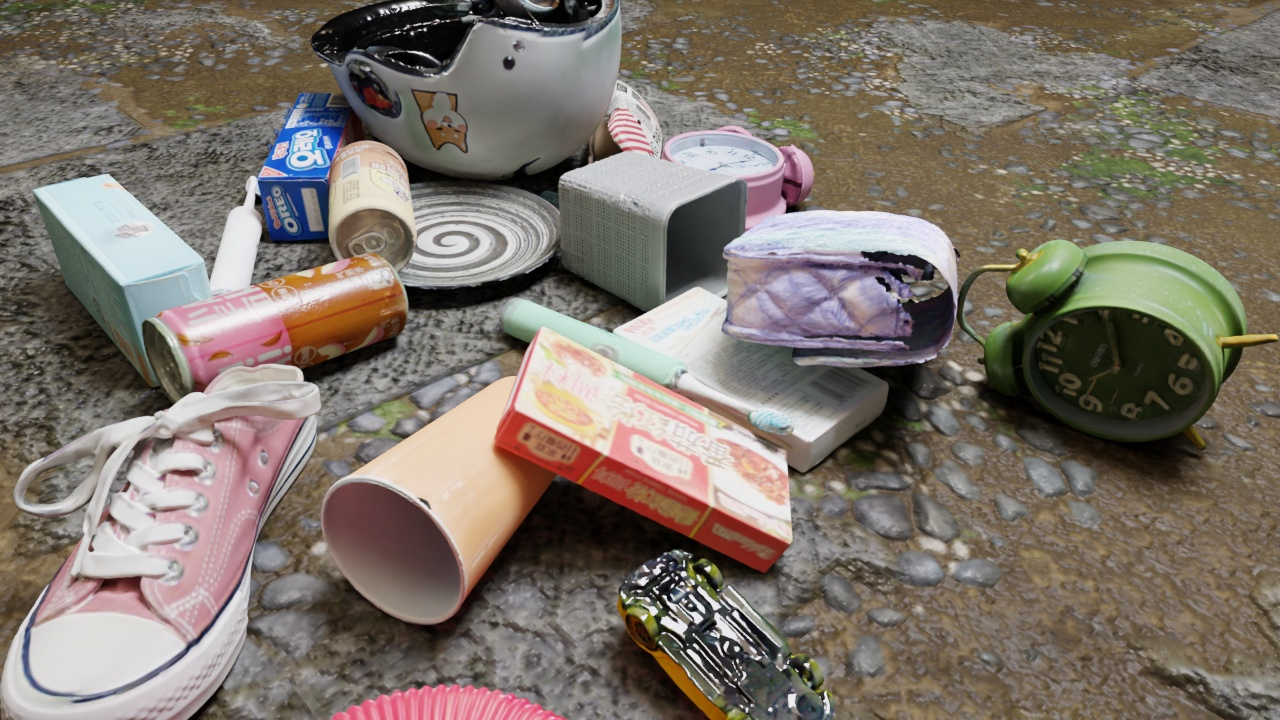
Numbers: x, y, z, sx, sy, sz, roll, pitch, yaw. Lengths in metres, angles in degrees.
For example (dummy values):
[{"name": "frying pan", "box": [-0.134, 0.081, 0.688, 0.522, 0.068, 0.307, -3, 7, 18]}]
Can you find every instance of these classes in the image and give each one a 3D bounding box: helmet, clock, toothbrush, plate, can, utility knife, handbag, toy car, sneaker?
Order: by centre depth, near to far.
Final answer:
[{"name": "toy car", "box": [0.034, 0.128, 0.394, 0.048, 0.032, 0.105, -28, 56, -37]}, {"name": "sneaker", "box": [-0.213, 0.062, 0.422, 0.118, 0.088, 0.240, 3, 33, 0]}, {"name": "clock", "box": [0.269, -0.013, 0.546, 0.161, 0.116, 0.056, 23, 49, 23]}, {"name": "toothbrush", "box": [-0.003, 0.003, 0.559, 0.225, 0.026, 0.027, 22, 13, 35]}, {"name": "can", "box": [-0.219, -0.021, 0.564, 0.058, 0.058, 0.147, 30, 40, 34]}, {"name": "handbag", "box": [0.131, -0.050, 0.583, 0.134, 0.076, 0.193, 4, 17, 19]}, {"name": "can", "box": [-0.194, -0.111, 0.661, 0.058, 0.059, 0.116, -7, 37, -14]}, {"name": "toothbrush", "box": [-0.305, -0.094, 0.701, 0.026, 0.027, 0.220, 31, 20, -31]}, {"name": "plate", "box": [-0.148, -0.095, 0.716, 0.179, 0.024, 0.179, 2, 36, -2]}, {"name": "utility knife", "box": [0.006, -0.110, 0.745, 0.221, 0.031, 0.022, 22, 41, 28]}, {"name": "clock", "box": [0.081, -0.157, 0.790, 0.117, 0.060, 0.158, 30, 41, 33]}, {"name": "helmet", "box": [-0.140, -0.244, 0.818, 0.274, 0.157, 0.229, 2, 35, 24]}]

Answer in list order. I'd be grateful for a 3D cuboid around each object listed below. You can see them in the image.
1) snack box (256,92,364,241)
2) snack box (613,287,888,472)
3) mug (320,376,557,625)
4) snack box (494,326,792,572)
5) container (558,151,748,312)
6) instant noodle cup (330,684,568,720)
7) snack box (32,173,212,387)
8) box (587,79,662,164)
[{"name": "snack box", "box": [-0.278, -0.173, 0.789, 0.057, 0.058, 0.207, -3, 34, -8]}, {"name": "snack box", "box": [0.066, 0.007, 0.577, 0.157, 0.027, 0.084, 30, 42, 34]}, {"name": "mug", "box": [-0.085, 0.060, 0.452, 0.078, 0.078, 0.122, 16, 31, 19]}, {"name": "snack box", "box": [0.006, 0.044, 0.464, 0.153, 0.026, 0.075, 27, 31, -11]}, {"name": "container", "box": [0.005, -0.097, 0.672, 0.114, 0.090, 0.090, 27, 40, 35]}, {"name": "instant noodle cup", "box": [-0.066, 0.175, 0.289, 0.194, 0.066, 0.193, 2, 33, -1]}, {"name": "snack box", "box": [-0.335, -0.057, 0.601, 0.051, 0.074, 0.175, -26, 44, -37]}, {"name": "box", "box": [-0.008, -0.215, 0.850, 0.075, 0.083, 0.163, 11, 32, -7]}]
